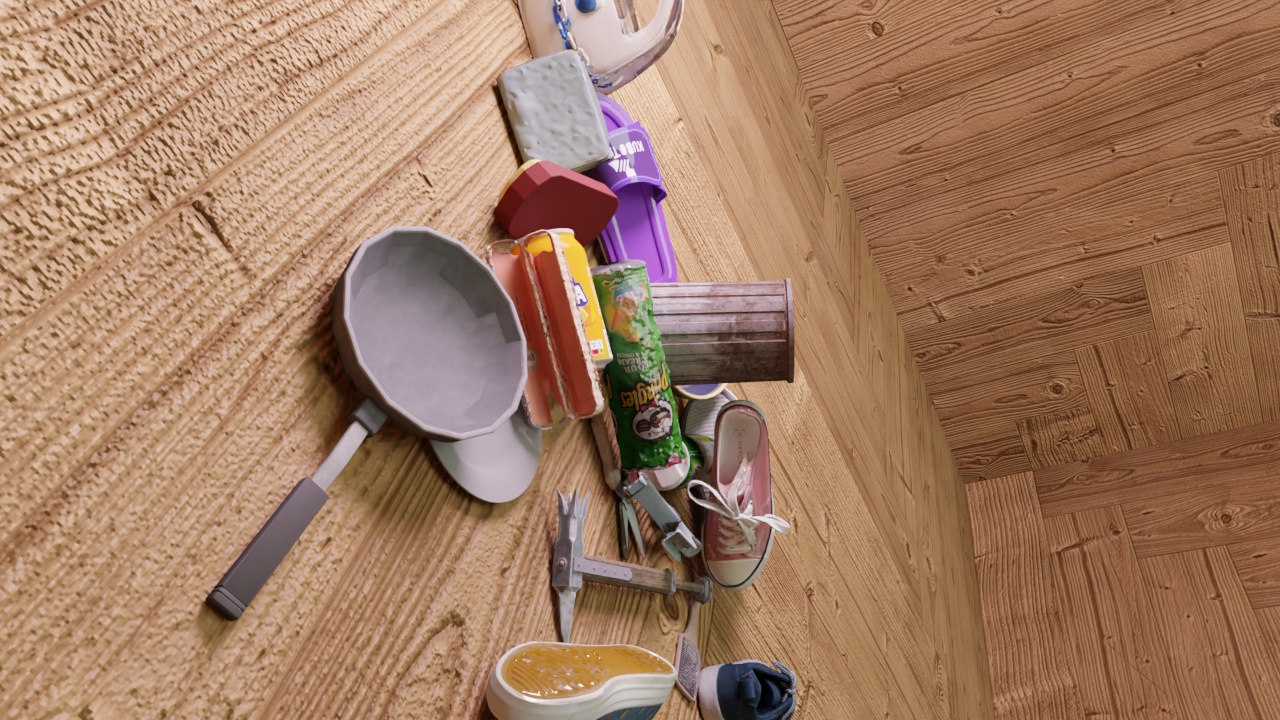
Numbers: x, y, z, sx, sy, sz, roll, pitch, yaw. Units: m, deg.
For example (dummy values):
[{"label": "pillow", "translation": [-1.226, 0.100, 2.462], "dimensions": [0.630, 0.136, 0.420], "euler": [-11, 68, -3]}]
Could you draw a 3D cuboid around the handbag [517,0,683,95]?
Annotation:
[{"label": "handbag", "translation": [-0.046, -0.424, 1.096], "dimensions": [0.092, 0.200, 0.200], "euler": [-10, 81, -62]}]

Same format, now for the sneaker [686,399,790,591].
[{"label": "sneaker", "translation": [0.114, 0.168, 1.063], "dimensions": [0.087, 0.118, 0.241], "euler": [-73, 163, -72]}]

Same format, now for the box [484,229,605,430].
[{"label": "box", "translation": [-0.092, -0.030, 0.866], "dimensions": [0.043, 0.083, 0.187], "euler": [3, 70, -76]}]

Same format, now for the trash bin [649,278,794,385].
[{"label": "trash bin", "translation": [0.070, -0.032, 1.071], "dimensions": [0.130, 0.211, 0.131], "euler": [0, 89, -83]}]

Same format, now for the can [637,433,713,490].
[{"label": "can", "translation": [0.049, 0.121, 1.105], "dimensions": [0.120, 0.067, 0.067], "euler": [12, 64, -64]}]

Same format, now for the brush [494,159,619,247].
[{"label": "brush", "translation": [-0.091, -0.167, 0.982], "dimensions": [0.042, 0.082, 0.173], "euler": [48, 18, 19]}]

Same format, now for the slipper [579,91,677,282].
[{"label": "slipper", "translation": [-0.015, -0.197, 1.098], "dimensions": [0.107, 0.084, 0.266], "euler": [-25, 106, -20]}]

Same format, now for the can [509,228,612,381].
[{"label": "can", "translation": [-0.082, -0.054, 0.921], "dimensions": [0.079, 0.079, 0.142], "euler": [-5, 80, -65]}]

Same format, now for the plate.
[{"label": "plate", "translation": [-0.143, 0.039, 0.813], "dimensions": [0.178, 0.012, 0.178], "euler": [44, 37, -48]}]

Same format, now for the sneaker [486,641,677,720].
[{"label": "sneaker", "translation": [-0.054, 0.295, 0.787], "dimensions": [0.235, 0.087, 0.079], "euler": [22, 90, -56]}]

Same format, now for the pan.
[{"label": "pan", "translation": [-0.195, 0.037, 0.663], "dimensions": [0.178, 0.041, 0.356], "euler": [50, 38, -21]}]

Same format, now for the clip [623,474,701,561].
[{"label": "clip", "translation": [0.015, 0.158, 1.016], "dimensions": [0.141, 0.029, 0.171], "euler": [54, -1, 17]}]

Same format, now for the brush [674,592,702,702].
[{"label": "brush", "translation": [0.062, 0.324, 1.066], "dimensions": [0.050, 0.015, 0.135], "euler": [56, 29, -32]}]

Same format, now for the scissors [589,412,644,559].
[{"label": "scissors", "translation": [-0.025, 0.112, 1.018], "dimensions": [0.179, 0.015, 0.192], "euler": [60, 28, -30]}]

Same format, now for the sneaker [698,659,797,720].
[{"label": "sneaker", "translation": [0.152, 0.405, 1.117], "dimensions": [0.235, 0.087, 0.089], "euler": [32, 47, -56]}]

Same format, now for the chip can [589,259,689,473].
[{"label": "chip can", "translation": [-0.007, 0.005, 0.981], "dimensions": [0.075, 0.076, 0.223], "euler": [-29, 108, -65]}]

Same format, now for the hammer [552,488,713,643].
[{"label": "hammer", "translation": [0.003, 0.236, 0.973], "dimensions": [0.316, 0.028, 0.146], "euler": [30, 58, -55]}]

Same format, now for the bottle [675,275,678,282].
[{"label": "bottle", "translation": [0.022, -0.116, 1.209], "dimensions": [0.166, 0.060, 0.059], "euler": [65, 26, -19]}]

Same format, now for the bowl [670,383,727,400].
[{"label": "bowl", "translation": [0.059, -0.002, 1.199], "dimensions": [0.112, 0.061, 0.112], "euler": [6, 79, -30]}]

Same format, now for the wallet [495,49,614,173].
[{"label": "wallet", "translation": [-0.094, -0.269, 1.020], "dimensions": [0.054, 0.100, 0.131], "euler": [-119, -169, -82]}]

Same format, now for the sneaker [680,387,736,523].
[{"label": "sneaker", "translation": [0.121, 0.162, 1.220], "dimensions": [0.128, 0.097, 0.262], "euler": [44, 34, -67]}]
